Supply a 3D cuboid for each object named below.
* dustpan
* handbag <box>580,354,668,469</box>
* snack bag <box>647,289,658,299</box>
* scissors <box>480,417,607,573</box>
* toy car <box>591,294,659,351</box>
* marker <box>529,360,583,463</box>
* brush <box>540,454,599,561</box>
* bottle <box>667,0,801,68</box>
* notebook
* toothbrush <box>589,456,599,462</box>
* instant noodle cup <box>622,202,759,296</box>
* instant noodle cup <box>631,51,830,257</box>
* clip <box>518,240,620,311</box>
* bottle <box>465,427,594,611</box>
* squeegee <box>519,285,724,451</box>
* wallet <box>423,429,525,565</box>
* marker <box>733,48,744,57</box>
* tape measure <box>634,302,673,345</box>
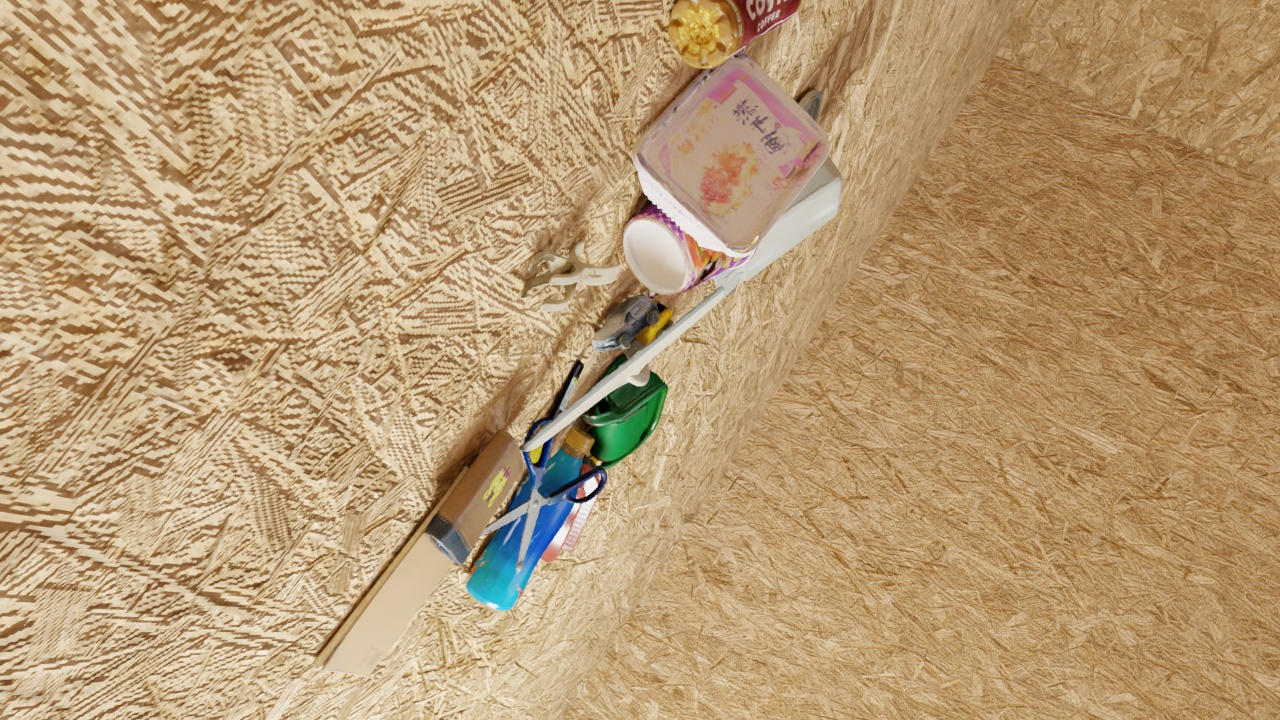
[{"bbox_3d":[0.172,-0.229,1.235,0.258,0.142,0.222,-33,169,6],"label":"dustpan"},{"bbox_3d":[-0.029,0.065,1.117,0.120,0.068,0.132,-39,160,-32],"label":"handbag"},{"bbox_3d":[0.025,-0.104,1.000,0.045,0.026,0.105,-53,168,-33],"label":"snack bag"},{"bbox_3d":[-0.103,0.141,0.973,0.162,0.012,0.176,-2,104,-39],"label":"scissors"},{"bbox_3d":[-0.017,-0.038,0.968,0.090,0.043,0.034,-44,121,-41],"label":"toy car"},{"bbox_3d":[-0.091,0.055,0.974,0.124,0.015,0.018,-63,159,9],"label":"marker"},{"bbox_3d":[-0.090,0.179,1.108,0.069,0.063,0.146,-79,-168,-53],"label":"brush"},{"bbox_3d":[0.088,-0.290,0.745,0.174,0.057,0.058,-45,161,-43],"label":"bottle"},{"bbox_3d":[-0.215,0.208,0.876,0.211,0.012,0.150,-54,167,-18],"label":"notebook"},{"bbox_3d":[-0.069,0.141,1.228,0.016,0.016,0.189,-62,166,18],"label":"toothbrush"},{"bbox_3d":[0.044,-0.118,0.884,0.099,0.111,0.112,-39,157,-37],"label":"instant noodle cup"},{"bbox_3d":[0.075,-0.179,0.827,0.173,0.138,0.060,-51,-172,-28],"label":"instant noodle cup"},{"bbox_3d":[-0.058,-0.070,0.751,0.100,0.076,0.035,-34,152,-58],"label":"clip"},{"bbox_3d":[-0.118,0.175,1.028,0.219,0.065,0.065,-59,166,5],"label":"bottle"},{"bbox_3d":[-0.006,0.006,0.978,0.246,0.039,0.246,-39,-175,6],"label":"squeegee"},{"bbox_3d":[-0.149,0.125,0.839,0.115,0.033,0.090,-57,168,-21],"label":"wallet"},{"bbox_3d":[0.089,-0.284,0.858,0.018,0.015,0.124,-56,164,-13],"label":"marker"},{"bbox_3d":[0.018,-0.040,1.111,0.057,0.029,0.060,-50,164,-33],"label":"tape measure"}]
